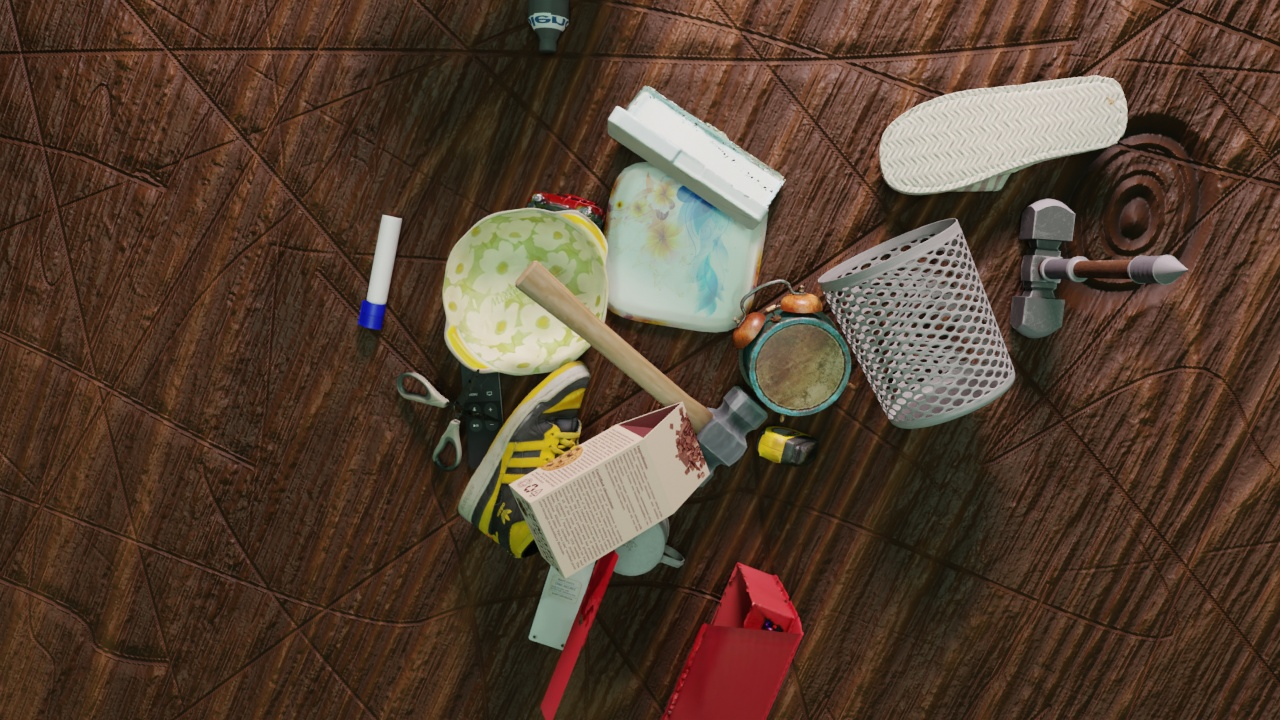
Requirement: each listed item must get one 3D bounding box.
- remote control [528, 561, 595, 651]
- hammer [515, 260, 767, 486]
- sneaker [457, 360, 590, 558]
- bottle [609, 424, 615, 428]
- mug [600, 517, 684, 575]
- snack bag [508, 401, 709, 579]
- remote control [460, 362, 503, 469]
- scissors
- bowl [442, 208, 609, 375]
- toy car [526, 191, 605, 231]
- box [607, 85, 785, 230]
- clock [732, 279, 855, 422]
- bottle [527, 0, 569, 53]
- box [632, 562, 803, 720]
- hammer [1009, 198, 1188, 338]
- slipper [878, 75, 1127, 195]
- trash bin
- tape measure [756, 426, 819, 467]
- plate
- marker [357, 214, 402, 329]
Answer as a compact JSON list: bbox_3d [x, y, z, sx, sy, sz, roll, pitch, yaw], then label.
[{"bbox_3d":[-0.094,0.284,1.119,0.050,0.011,0.136,18,96,1],"label":"remote control"},{"bbox_3d":[-0.006,0.006,1.027,0.323,0.051,0.117,40,97,-16],"label":"hammer"},{"bbox_3d":[-0.103,0.123,1.042,0.122,0.086,0.239,41,109,17],"label":"sneaker"},{"bbox_3d":[-0.032,0.127,1.074,0.063,0.063,0.109,34,105,-1],"label":"bottle"},{"bbox_3d":[0.003,0.212,1.078,0.113,0.070,0.084,33,96,1],"label":"mug"},{"bbox_3d":[-0.023,0.133,0.993,0.206,0.070,0.094,-28,110,-19],"label":"snack bag"},{"bbox_3d":[-0.189,0.058,1.101,0.045,0.008,0.146,-4,96,3],"label":"remote control"},{"bbox_3d":[-0.224,0.065,1.070,0.170,0.012,0.158,22,122,27],"label":"scissors"},{"bbox_3d":[-0.128,-0.079,1.058,0.219,0.060,0.188,-44,92,5],"label":"bowl"},{"bbox_3d":[-0.086,-0.170,1.055,0.091,0.042,0.036,12,59,-3],"label":"toy car"},{"bbox_3d":[0.063,-0.227,1.011,0.197,0.078,0.122,34,56,-2],"label":"box"},{"bbox_3d":[0.167,-0.017,1.042,0.121,0.073,0.157,-26,106,6],"label":"clock"},{"bbox_3d":[-0.103,-0.403,1.029,0.047,0.047,0.112,3,96,2],"label":"bottle"},{"bbox_3d":[0.083,0.356,0.941,0.124,0.377,0.211,24,98,16],"label":"box"},{"bbox_3d":[0.444,-0.089,0.896,0.043,0.322,0.156,4,96,2],"label":"hammer"},{"bbox_3d":[0.396,-0.247,1.018,0.263,0.052,0.115,-12,97,8],"label":"slipper"},{"bbox_3d":[0.303,-0.037,0.995,0.156,0.156,0.183,-25,97,5],"label":"trash bin"},{"bbox_3d":[0.168,0.101,1.060,0.064,0.065,0.037,17,101,24],"label":"tape measure"},{"bbox_3d":[0.048,-0.131,1.065,0.187,0.016,0.187,9,96,2],"label":"plate"},{"bbox_3d":[-0.307,-0.104,1.083,0.027,0.023,0.133,15,97,23],"label":"marker"}]
